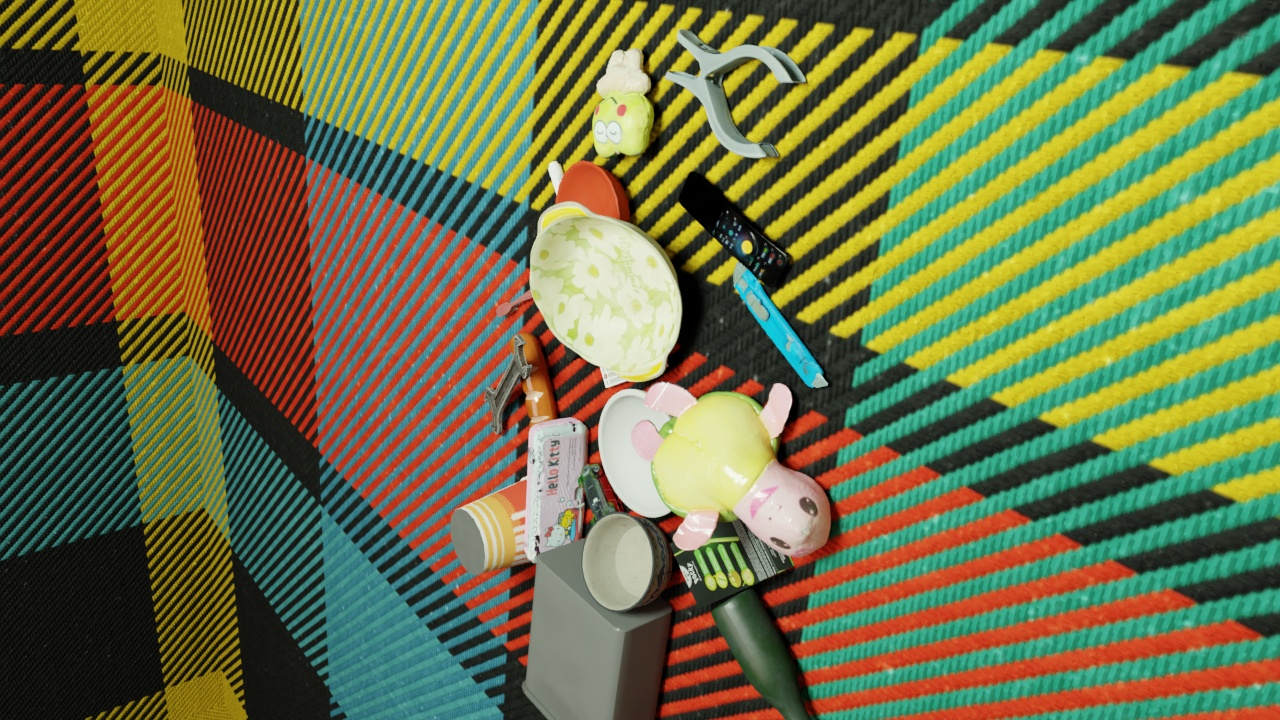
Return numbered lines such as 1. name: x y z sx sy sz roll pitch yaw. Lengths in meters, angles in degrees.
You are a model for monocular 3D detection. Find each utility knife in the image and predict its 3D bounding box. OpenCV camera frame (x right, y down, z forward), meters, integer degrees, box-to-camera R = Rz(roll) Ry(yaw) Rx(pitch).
1. utility knife: 0.133 -0.033 0.895 0.158 0.015 0.031 55 141 24

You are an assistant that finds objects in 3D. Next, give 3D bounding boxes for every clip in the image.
1. clip: 0.079 -0.239 0.892 0.172 0.029 0.143 35 124 41

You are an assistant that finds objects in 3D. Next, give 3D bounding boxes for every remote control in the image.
1. remote control: -0.006 0.006 1.079 0.124 0.011 0.028 -21 84 51
2. remote control: 0.092 -0.132 0.912 0.152 0.020 0.041 49 134 29

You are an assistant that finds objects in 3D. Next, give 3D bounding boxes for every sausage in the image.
1. sausage: -0.139 0.043 1.227 0.039 0.044 0.164 -11 91 47

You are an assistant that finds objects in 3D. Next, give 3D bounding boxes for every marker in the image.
1. marker: -0.088 -0.181 1.120 0.017 0.020 0.133 -28 78 55

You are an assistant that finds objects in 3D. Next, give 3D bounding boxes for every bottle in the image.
1. bottle: 0.139 0.328 0.959 0.174 0.055 0.055 60 139 18

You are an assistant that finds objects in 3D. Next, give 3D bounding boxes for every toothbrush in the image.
1. toothbrush: -0.139 -0.091 1.217 0.185 0.015 0.015 -23 82 48

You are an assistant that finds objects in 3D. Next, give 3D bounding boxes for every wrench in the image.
1. wrench: -0.183 0.036 1.254 0.070 0.010 0.274 71 156 15

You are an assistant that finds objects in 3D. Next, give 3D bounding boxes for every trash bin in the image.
1. trash bin: -0.060 0.376 1.186 0.192 0.097 0.220 30 121 43

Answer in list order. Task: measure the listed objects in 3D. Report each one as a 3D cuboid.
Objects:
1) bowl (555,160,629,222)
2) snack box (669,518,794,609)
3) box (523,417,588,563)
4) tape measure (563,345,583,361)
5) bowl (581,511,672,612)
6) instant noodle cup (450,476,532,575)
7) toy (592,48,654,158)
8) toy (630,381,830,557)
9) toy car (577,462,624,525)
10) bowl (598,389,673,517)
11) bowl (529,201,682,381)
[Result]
1. bowl: -0.050 -0.170 1.064 0.122 0.035 0.122 18 114 47
2. snack box: 0.096 0.211 1.001 0.148 0.025 0.080 -42 68 48
3. box: -0.113 0.173 1.202 0.044 0.086 0.202 35 126 51
4. tape measure: -0.075 -0.041 1.129 0.067 0.038 0.062 -39 69 49
5. bowl: -0.009 0.240 1.098 0.116 0.059 0.115 -10 75 40
6. instant noodle cup: -0.189 0.235 1.282 0.123 0.120 0.123 18 114 47
7. toy: -0.019 -0.276 0.989 0.092 0.046 0.115 14 103 52
8. toy: 0.089 0.105 0.923 0.238 0.087 0.190 31 86 30
9. toy car: -0.049 0.172 1.159 0.042 0.036 0.091 -42 68 48
10. bowl: 0.013 0.103 1.057 0.150 0.043 0.150 17 113 47
11. bowl: -0.029 -0.084 1.010 0.189 0.060 0.219 -14 113 37
